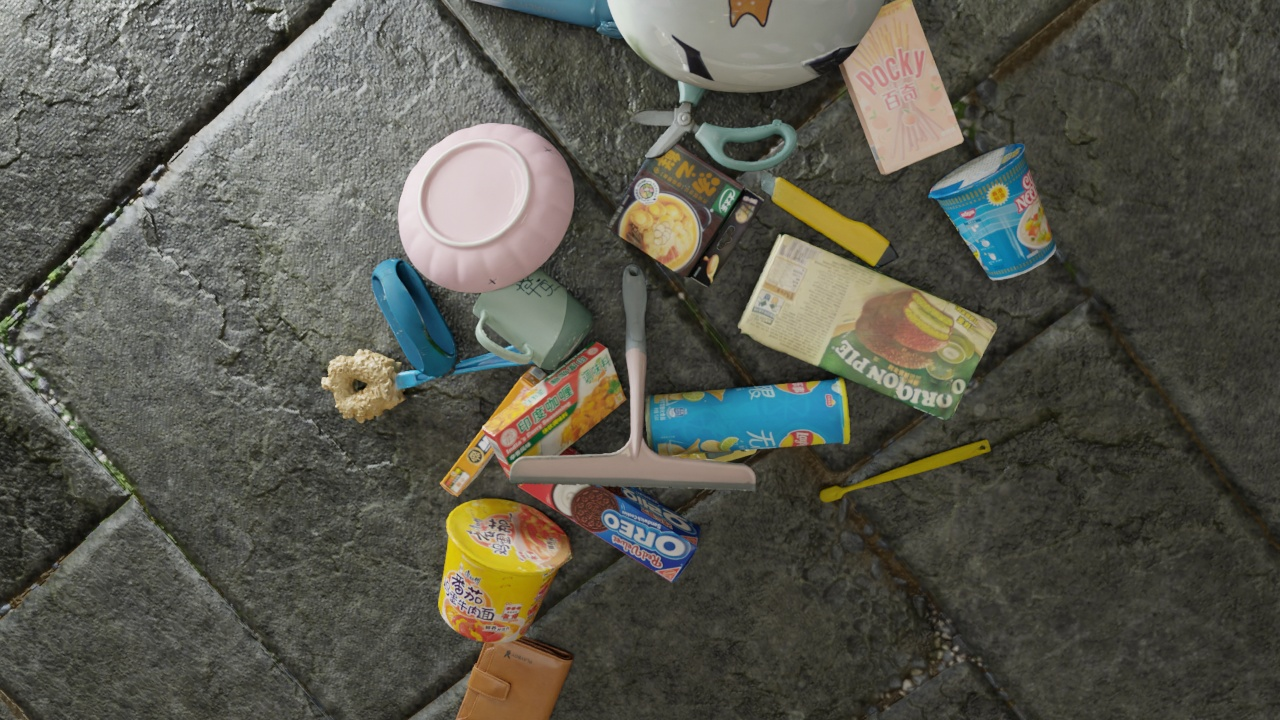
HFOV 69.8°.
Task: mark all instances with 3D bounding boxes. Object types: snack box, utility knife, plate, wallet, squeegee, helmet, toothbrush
[{"bbox_3d":[-0.158,0.077,1.012,0.026,0.075,0.154,38,101,-1],"label":"snack box"},{"bbox_3d":[0.197,-0.150,0.967,0.170,0.015,0.033,33,96,0],"label":"utility knife"},{"bbox_3d":[-0.088,0.055,0.970,0.155,0.027,0.077,-39,132,-23],"label":"snack box"},{"bbox_3d":[-0.165,-0.165,0.944,0.192,0.039,0.192,-4,72,12],"label":"plate"},{"bbox_3d":[0.233,-0.038,0.960,0.240,0.063,0.114,22,102,1],"label":"snack box"},{"bbox_3d":[-0.151,0.391,1.093,0.108,0.031,0.132,22,100,0],"label":"wallet"},{"bbox_3d":[-0.032,0.165,1.026,0.207,0.058,0.057,32,104,-1],"label":"snack box"},{"bbox_3d":[-0.006,0.005,0.942,0.247,0.040,0.249,2,67,-7],"label":"squeegee"},{"bbox_3d":[0.086,-0.324,0.836,0.274,0.230,0.157,13,107,-16],"label":"helmet"},{"bbox_3d":[0.047,-0.155,0.966,0.125,0.053,0.113,33,102,4],"label":"snack box"},{"bbox_3d":[0.088,0.100,1.026,0.212,0.022,0.031,-16,98,3],"label":"utility knife"},{"bbox_3d":[0.258,-0.277,0.932,0.084,0.026,0.157,-23,98,9],"label":"snack box"},{"bbox_3d":[0.288,0.121,1.008,0.190,0.016,0.016,-19,97,7],"label":"toothbrush"}]

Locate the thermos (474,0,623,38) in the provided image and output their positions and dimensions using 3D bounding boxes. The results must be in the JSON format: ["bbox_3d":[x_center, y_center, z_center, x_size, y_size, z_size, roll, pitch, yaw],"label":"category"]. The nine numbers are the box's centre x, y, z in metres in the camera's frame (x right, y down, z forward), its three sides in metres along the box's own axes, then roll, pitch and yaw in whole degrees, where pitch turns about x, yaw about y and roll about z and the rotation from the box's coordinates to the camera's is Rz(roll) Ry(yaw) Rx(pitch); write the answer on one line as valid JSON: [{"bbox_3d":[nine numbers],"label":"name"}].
[{"bbox_3d":[-0.104,-0.381,0.928,0.220,0.070,0.070,15,101,3],"label":"thermos"}]

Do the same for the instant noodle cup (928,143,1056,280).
[{"bbox_3d":[0.359,-0.144,0.918,0.099,0.099,0.110,-31,104,10],"label":"instant noodle cup"}]

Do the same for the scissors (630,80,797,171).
[{"bbox_3d":[0.078,-0.269,0.934,0.170,0.019,0.180,6,84,0],"label":"scissors"}]

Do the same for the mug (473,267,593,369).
[{"bbox_3d":[-0.118,-0.040,0.968,0.106,0.111,0.082,40,142,1],"label":"mug"}]

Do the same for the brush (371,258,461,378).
[{"bbox_3d":[-0.244,-0.047,0.984,0.055,0.073,0.144,-30,80,-3],"label":"brush"}]

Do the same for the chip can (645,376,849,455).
[{"bbox_3d":[0.114,0.062,0.982,0.210,0.071,0.071,-5,100,8],"label":"chip can"}]

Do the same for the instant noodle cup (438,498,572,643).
[{"bbox_3d":[-0.158,0.236,1.017,0.138,0.137,0.110,19,109,2],"label":"instant noodle cup"}]

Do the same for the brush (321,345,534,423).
[{"bbox_3d":[-0.232,0.013,1.030,0.255,0.046,0.083,-11,95,4],"label":"brush"}]
